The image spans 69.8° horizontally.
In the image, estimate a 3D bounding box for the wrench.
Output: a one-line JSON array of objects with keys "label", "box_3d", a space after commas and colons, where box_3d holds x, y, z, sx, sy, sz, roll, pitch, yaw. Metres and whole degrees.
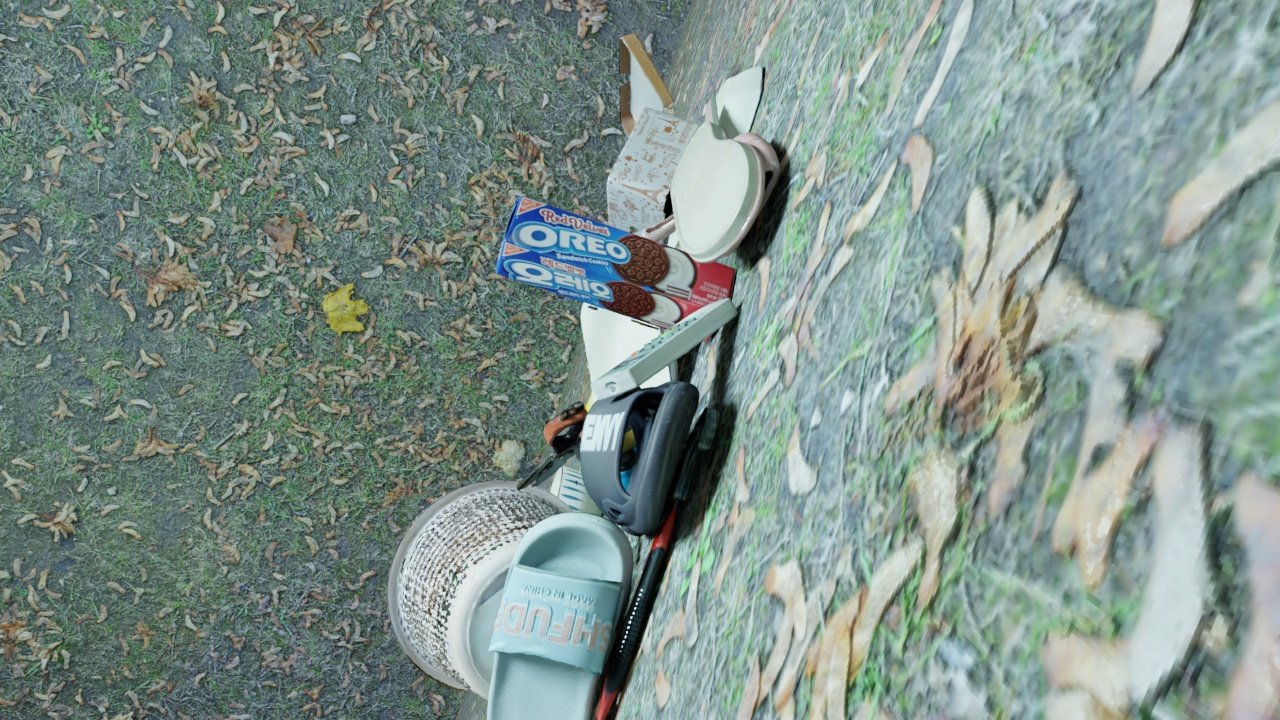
[{"label": "wrench", "box_3d": [0.011, 0.164, 0.733, 0.056, 0.016, 0.273, -83, 12, -80]}]

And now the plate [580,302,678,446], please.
[{"label": "plate", "box_3d": [-0.006, 0.006, 0.942, 0.164, 0.034, 0.164, -5, 94, 60]}]

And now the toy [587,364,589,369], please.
[{"label": "toy", "box_3d": [-0.018, -0.007, 1.227, 0.105, 0.066, 0.157, -23, 23, 14]}]

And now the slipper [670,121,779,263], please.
[{"label": "slipper", "box_3d": [0.077, -0.156, 0.839, 0.114, 0.054, 0.274, -62, 16, 18]}]

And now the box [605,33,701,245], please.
[{"label": "box", "box_3d": [0.014, -0.267, 1.190, 0.179, 0.125, 0.273, 91, 177, -64]}]

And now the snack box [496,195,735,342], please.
[{"label": "snack box", "box_3d": [-0.023, -0.080, 0.821, 0.058, 0.207, 0.057, 119, 167, -60]}]

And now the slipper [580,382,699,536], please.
[{"label": "slipper", "box_3d": [-0.013, 0.086, 0.760, 0.268, 0.083, 0.110, 104, -176, -71]}]

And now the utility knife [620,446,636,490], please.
[{"label": "utility knife", "box_3d": [-0.016, 0.129, 0.928, 0.215, 0.018, 0.034, -72, 1, -64]}]

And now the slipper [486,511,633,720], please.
[{"label": "slipper", "box_3d": [-0.077, 0.244, 0.750, 0.074, 0.104, 0.245, 21, -100, -79]}]

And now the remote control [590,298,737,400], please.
[{"label": "remote control", "box_3d": [0.021, -0.011, 0.743, 0.134, 0.019, 0.056, -35, 8, -36]}]

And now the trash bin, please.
[{"label": "trash bin", "box_3d": [-0.122, 0.237, 0.893, 0.192, 0.227, 0.227, -4, 68, 69]}]

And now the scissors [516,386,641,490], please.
[{"label": "scissors", "box_3d": [-0.076, 0.081, 0.858, 0.015, 0.206, 0.196, 64, -167, 17]}]

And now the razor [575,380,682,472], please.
[{"label": "razor", "box_3d": [-0.002, 0.062, 0.878, 0.062, 0.067, 0.168, -46, 7, -39]}]

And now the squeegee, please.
[{"label": "squeegee", "box_3d": [0.009, -0.144, 1.014, 0.250, 0.040, 0.247, -32, 42, 30]}]

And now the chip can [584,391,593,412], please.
[{"label": "chip can", "box_3d": [-0.003, -0.002, 1.043, 0.071, 0.072, 0.214, -79, 9, -47]}]

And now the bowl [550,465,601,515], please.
[{"label": "bowl", "box_3d": [-0.088, 0.201, 1.198, 0.116, 0.066, 0.116, -165, 91, -80]}]

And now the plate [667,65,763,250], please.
[{"label": "plate", "box_3d": [0.080, -0.216, 1.071, 0.162, 0.034, 0.266, -126, 54, -82]}]
